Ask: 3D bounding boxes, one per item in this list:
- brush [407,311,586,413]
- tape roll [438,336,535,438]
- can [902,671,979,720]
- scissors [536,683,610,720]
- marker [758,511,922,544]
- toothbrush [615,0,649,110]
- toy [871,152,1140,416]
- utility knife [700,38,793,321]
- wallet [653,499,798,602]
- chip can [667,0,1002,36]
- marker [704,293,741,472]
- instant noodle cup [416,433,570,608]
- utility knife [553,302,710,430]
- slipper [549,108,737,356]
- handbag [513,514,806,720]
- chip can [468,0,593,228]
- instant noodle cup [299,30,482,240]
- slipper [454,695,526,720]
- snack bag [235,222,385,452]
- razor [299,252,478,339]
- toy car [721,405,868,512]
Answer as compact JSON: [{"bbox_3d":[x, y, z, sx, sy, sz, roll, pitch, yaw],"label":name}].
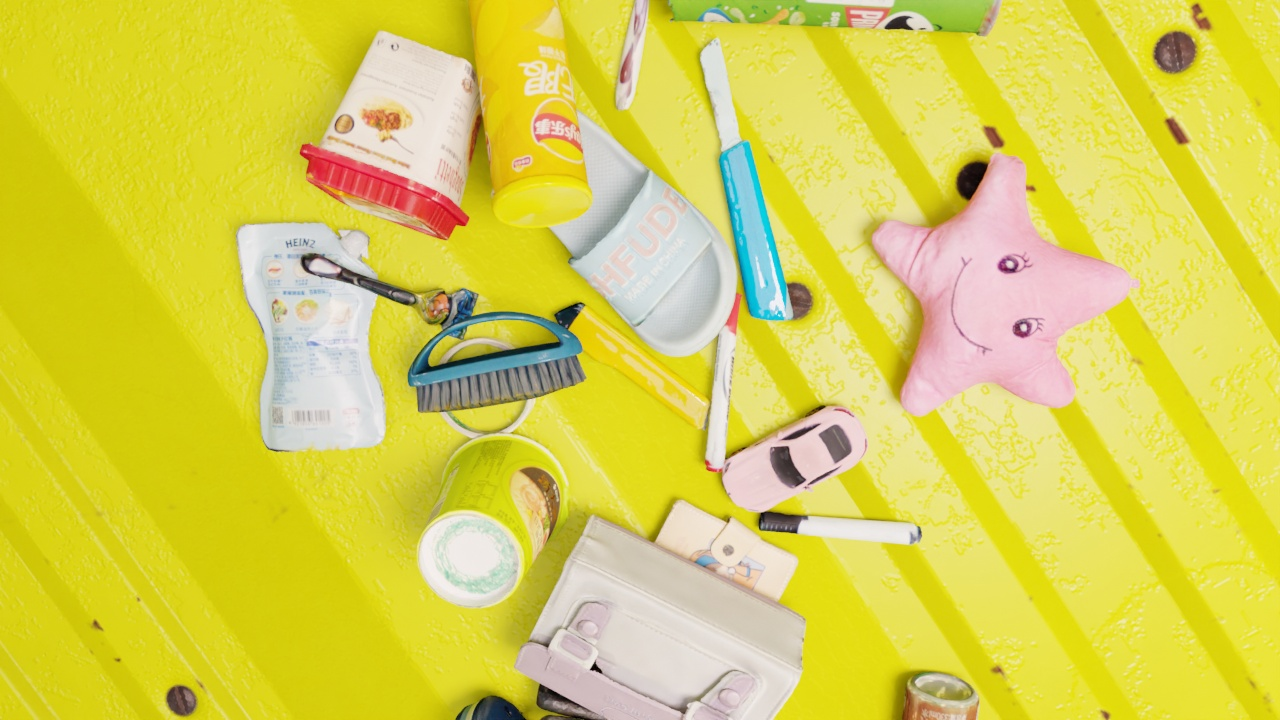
[{"bbox_3d":[-0.117,-0.002,0.728,0.144,0.055,0.073,-11,97,8],"label":"brush"},{"bbox_3d":[-0.131,0.023,0.769,0.086,0.014,0.086,1,98,6],"label":"tape roll"},{"bbox_3d":[0.240,0.335,0.750,0.058,0.058,0.147,4,98,5],"label":"can"},{"bbox_3d":[0.020,0.308,0.780,0.234,0.152,0.022,-3,139,-22],"label":"scissors"},{"bbox_3d":[0.162,0.137,0.750,0.131,0.023,0.018,3,65,7],"label":"marker"},{"bbox_3d":[0.003,-0.288,0.709,0.016,0.017,0.187,12,98,5],"label":"toothbrush"},{"bbox_3d":[0.270,-0.055,0.682,0.179,0.074,0.194,-8,98,16],"label":"toy"},{"bbox_3d":[0.080,-0.138,0.720,0.034,0.018,0.225,-12,98,9],"label":"utility knife"},{"bbox_3d":[0.065,0.171,0.765,0.115,0.024,0.087,28,105,3],"label":"wallet"},{"bbox_3d":[0.137,-0.279,0.668,0.236,0.072,0.072,5,98,5],"label":"chip can"},{"bbox_3d":[0.066,0.018,0.740,0.017,0.017,0.145,6,94,5],"label":"marker"},{"bbox_3d":[-0.119,0.131,0.721,0.112,0.123,0.112,1,107,4],"label":"instant noodle cup"},{"bbox_3d":[-0.004,0.004,0.752,0.156,0.015,0.033,38,106,-1],"label":"utility knife"},{"bbox_3d":[-0.022,-0.111,0.708,0.104,0.074,0.245,-44,90,9],"label":"slipper"},{"bbox_3d":[0.012,0.234,0.735,0.197,0.098,0.145,26,119,3],"label":"handbag"},{"bbox_3d":[-0.084,-0.207,0.669,0.072,0.072,0.213,-11,76,7],"label":"chip can"},{"bbox_3d":[-0.179,-0.171,0.704,0.116,0.116,0.124,19,87,3],"label":"instant noodle cup"},{"bbox_3d":[-0.054,0.380,0.765,0.095,0.105,0.253,-43,92,13],"label":"slipper"},{"bbox_3d":[-0.272,-0.020,0.767,0.110,0.038,0.191,-2,96,6],"label":"snack bag"},{"bbox_3d":[-0.205,-0.058,0.744,0.142,0.022,0.043,20,97,-13],"label":"razor"},{"bbox_3d":[0.123,0.080,0.739,0.122,0.037,0.056,-29,92,10],"label":"toy car"}]
